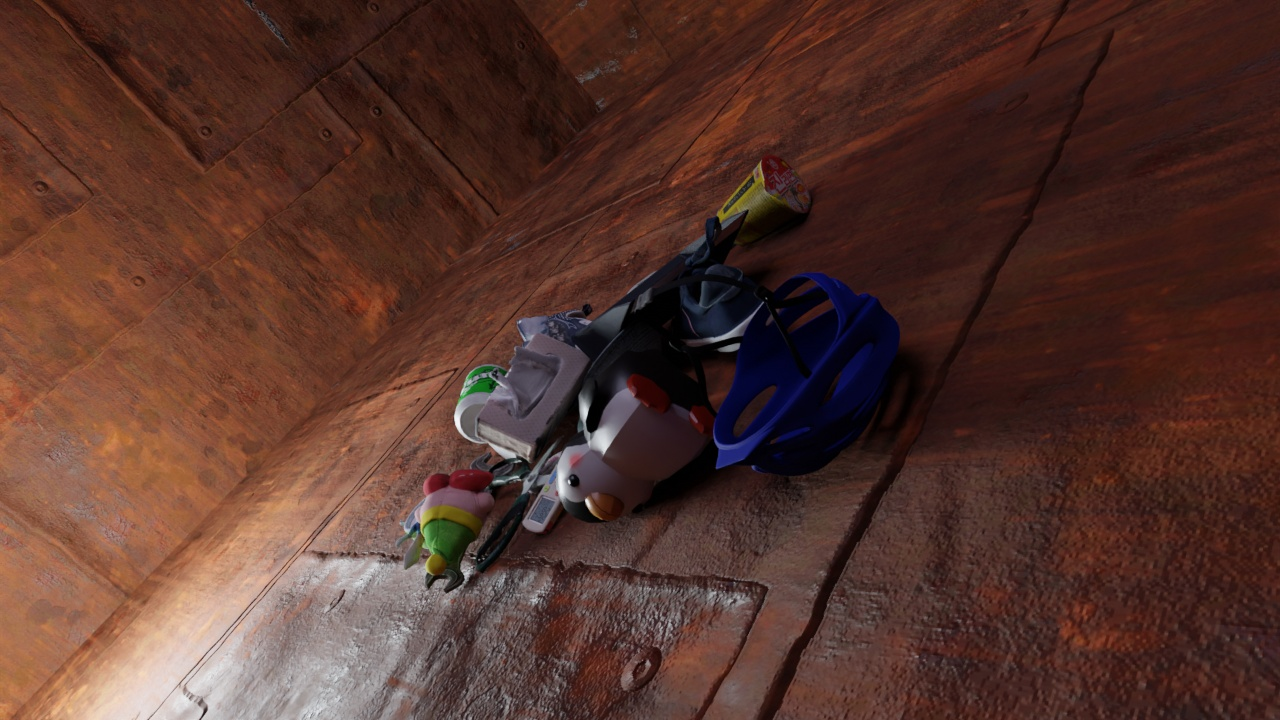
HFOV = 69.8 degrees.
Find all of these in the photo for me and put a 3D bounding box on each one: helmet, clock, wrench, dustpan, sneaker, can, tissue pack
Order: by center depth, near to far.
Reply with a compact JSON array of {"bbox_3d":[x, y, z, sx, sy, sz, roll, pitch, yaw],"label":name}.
[{"bbox_3d":[0.110,-0.017,0.793,0.148,0.227,0.240,-30,21,54],"label":"helmet"},{"bbox_3d":[0.076,-0.087,1.134,0.120,0.127,0.294,-43,7,-5],"label":"sneaker"},{"bbox_3d":[-0.144,0.038,1.219,0.180,0.104,0.071,-59,-10,-38],"label":"tissue pack"},{"bbox_3d":[-0.227,0.209,1.231,0.070,0.010,0.272,-6,31,13],"label":"wrench"},{"bbox_3d":[0.009,-0.091,1.262,0.235,0.080,0.274,-40,-14,-29],"label":"dustpan"},{"bbox_3d":[-0.288,0.220,1.307,0.119,0.042,0.094,-40,21,7],"label":"clock"},{"bbox_3d":[-0.104,-0.018,1.406,0.132,0.103,0.269,-25,26,-3],"label":"sneaker"},{"bbox_3d":[-0.249,0.069,1.488,0.088,0.088,0.139,-37,20,13],"label":"can"}]

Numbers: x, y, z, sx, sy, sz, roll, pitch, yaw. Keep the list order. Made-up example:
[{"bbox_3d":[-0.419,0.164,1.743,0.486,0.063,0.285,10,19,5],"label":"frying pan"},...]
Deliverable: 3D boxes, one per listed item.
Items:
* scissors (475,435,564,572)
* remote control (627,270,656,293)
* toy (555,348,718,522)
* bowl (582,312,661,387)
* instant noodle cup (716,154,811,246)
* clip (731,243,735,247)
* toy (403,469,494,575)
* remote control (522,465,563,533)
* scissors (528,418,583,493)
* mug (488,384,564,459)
[{"bbox_3d":[-0.172,0.176,1.193,0.201,0.015,0.206,-55,24,-19],"label":"scissors"},{"bbox_3d":[0.006,-0.099,1.468,0.074,0.019,0.150,-35,21,18],"label":"remote control"},{"bbox_3d":[-0.018,0.085,0.958,0.184,0.159,0.140,-53,25,22],"label":"toy"},{"bbox_3d":[-0.007,0.007,1.185,0.137,0.057,0.137,-45,-13,-13],"label":"bowl"},{"bbox_3d":[0.173,-0.224,1.329,0.113,0.100,0.100,-38,17,40],"label":"instant noodle cup"},{"bbox_3d":[0.100,-0.152,1.401,0.097,0.026,0.116,-16,31,55],"label":"clip"},{"bbox_3d":[-0.247,0.204,1.148,0.124,0.097,0.131,-8,72,16],"label":"toy"},{"bbox_3d":[-0.097,0.151,1.099,0.038,0.018,0.125,11,63,42],"label":"remote control"},{"bbox_3d":[-0.082,0.117,1.183,0.177,0.013,0.170,-41,21,5],"label":"scissors"},{"bbox_3d":[-0.174,0.072,1.296,0.079,0.112,0.096,23,57,40],"label":"mug"}]
